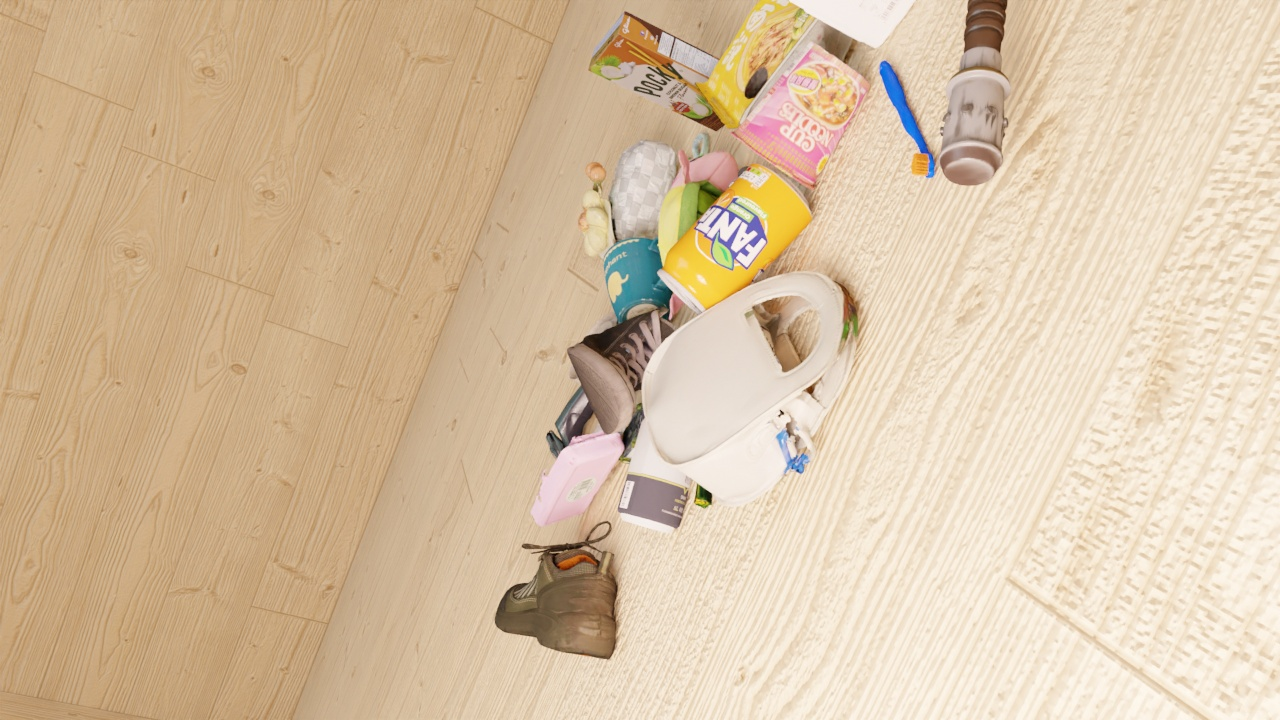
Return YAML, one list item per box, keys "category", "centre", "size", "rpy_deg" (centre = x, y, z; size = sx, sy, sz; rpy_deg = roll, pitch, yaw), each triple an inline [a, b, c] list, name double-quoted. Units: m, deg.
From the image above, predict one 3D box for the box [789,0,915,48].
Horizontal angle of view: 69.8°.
- category: "box"
  centre: [0.197, -0.358, 0.843]
  size: [0.103, 0.107, 0.076]
  rpy_deg: [-55, 21, 38]

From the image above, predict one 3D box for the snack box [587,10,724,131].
- category: "snack box"
  centre: [0.041, -0.349, 1.123]
  size: [0.101, 0.186, 0.031]
  rpy_deg: [-17, 55, 66]

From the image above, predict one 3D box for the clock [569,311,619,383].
- category: "clock"
  centre: [-0.036, 0.002, 1.173]
  size: [0.103, 0.061, 0.157]
  rpy_deg: [-54, 19, 9]

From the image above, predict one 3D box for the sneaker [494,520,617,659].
- category: "sneaker"
  centre: [-0.094, 0.243, 1.032]
  size: [0.238, 0.101, 0.142]
  rpy_deg: [-13, 63, 61]

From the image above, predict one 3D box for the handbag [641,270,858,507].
- category: "handbag"
  centre: [0.105, 0.014, 0.783]
  size: [0.200, 0.093, 0.200]
  rpy_deg: [-40, 30, 18]

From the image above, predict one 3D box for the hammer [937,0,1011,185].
- category: "hammer"
  centre: [0.244, -0.269, 0.639]
  size: [0.191, 0.100, 0.324]
  rpy_deg: [-28, 46, 62]

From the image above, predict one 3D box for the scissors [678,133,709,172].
- category: "scissors"
  centre: [0.073, -0.228, 1.182]
  size: [0.078, 0.032, 0.175]
  rpy_deg: [-52, 22, 33]

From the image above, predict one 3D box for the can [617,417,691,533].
- category: "can"
  centre: [0.022, 0.104, 0.917]
  size: [0.064, 0.064, 0.127]
  rpy_deg: [-12, 60, 67]

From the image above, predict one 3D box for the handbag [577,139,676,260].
- category: "handbag"
  centre: [-0.021, -0.219, 1.256]
  size: [0.112, 0.123, 0.171]
  rpy_deg: [-172, 96, -76]

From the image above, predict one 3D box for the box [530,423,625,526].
- category: "box"
  centre: [-0.059, 0.122, 1.103]
  size: [0.149, 0.073, 0.202]
  rpy_deg: [-45, -9, -34]

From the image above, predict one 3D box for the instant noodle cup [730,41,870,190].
- category: "instant noodle cup"
  centre: [0.156, -0.233, 0.864]
  size: [0.109, 0.097, 0.097]
  rpy_deg: [-55, 24, 18]

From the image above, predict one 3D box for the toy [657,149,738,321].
- category: "toy"
  centre: [0.062, -0.141, 1.009]
  size: [0.237, 0.088, 0.190]
  rpy_deg: [-77, -14, -44]

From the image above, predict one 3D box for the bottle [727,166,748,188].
- category: "bottle"
  centre: [0.113, -0.161, 0.961]
  size: [0.047, 0.047, 0.112]
  rpy_deg: [-50, 28, 43]

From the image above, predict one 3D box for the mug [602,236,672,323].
- category: "mug"
  centre: [0.007, -0.097, 1.128]
  size: [0.112, 0.084, 0.104]
  rpy_deg: [-50, 34, 38]

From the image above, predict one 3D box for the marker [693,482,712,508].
- category: "marker"
  centre: [0.067, 0.074, 0.900]
  size: [0.017, 0.017, 0.146]
  rpy_deg: [-43, 33, 52]

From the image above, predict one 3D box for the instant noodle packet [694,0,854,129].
- category: "instant noodle packet"
  centre: [0.164, -0.343, 0.974]
  size: [0.222, 0.084, 0.162]
  rpy_deg: [-54, 26, 21]

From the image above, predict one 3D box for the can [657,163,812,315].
- category: "can"
  centre: [0.089, -0.112, 0.867]
  size: [0.142, 0.079, 0.079]
  rpy_deg: [-46, 21, 0]

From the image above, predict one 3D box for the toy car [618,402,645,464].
- category: "toy car"
  centre: [0.000, 0.084, 1.042]
  size: [0.106, 0.033, 0.048]
  rpy_deg: [125, 154, -62]

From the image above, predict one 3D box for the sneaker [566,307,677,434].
- category: "sneaker"
  centre: [-0.006, 0.006, 0.949]
  size: [0.235, 0.120, 0.095]
  rpy_deg: [-140, 27, -86]

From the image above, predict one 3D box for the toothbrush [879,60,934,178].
- category: "toothbrush"
  centre: [0.219, -0.206, 0.769]
  size: [0.182, 0.018, 0.016]
  rpy_deg: [-92, 5, -45]

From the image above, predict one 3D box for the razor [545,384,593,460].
- category: "razor"
  centre: [-0.084, 0.074, 1.263]
  size: [0.143, 0.052, 0.047]
  rpy_deg: [-59, 22, 2]
